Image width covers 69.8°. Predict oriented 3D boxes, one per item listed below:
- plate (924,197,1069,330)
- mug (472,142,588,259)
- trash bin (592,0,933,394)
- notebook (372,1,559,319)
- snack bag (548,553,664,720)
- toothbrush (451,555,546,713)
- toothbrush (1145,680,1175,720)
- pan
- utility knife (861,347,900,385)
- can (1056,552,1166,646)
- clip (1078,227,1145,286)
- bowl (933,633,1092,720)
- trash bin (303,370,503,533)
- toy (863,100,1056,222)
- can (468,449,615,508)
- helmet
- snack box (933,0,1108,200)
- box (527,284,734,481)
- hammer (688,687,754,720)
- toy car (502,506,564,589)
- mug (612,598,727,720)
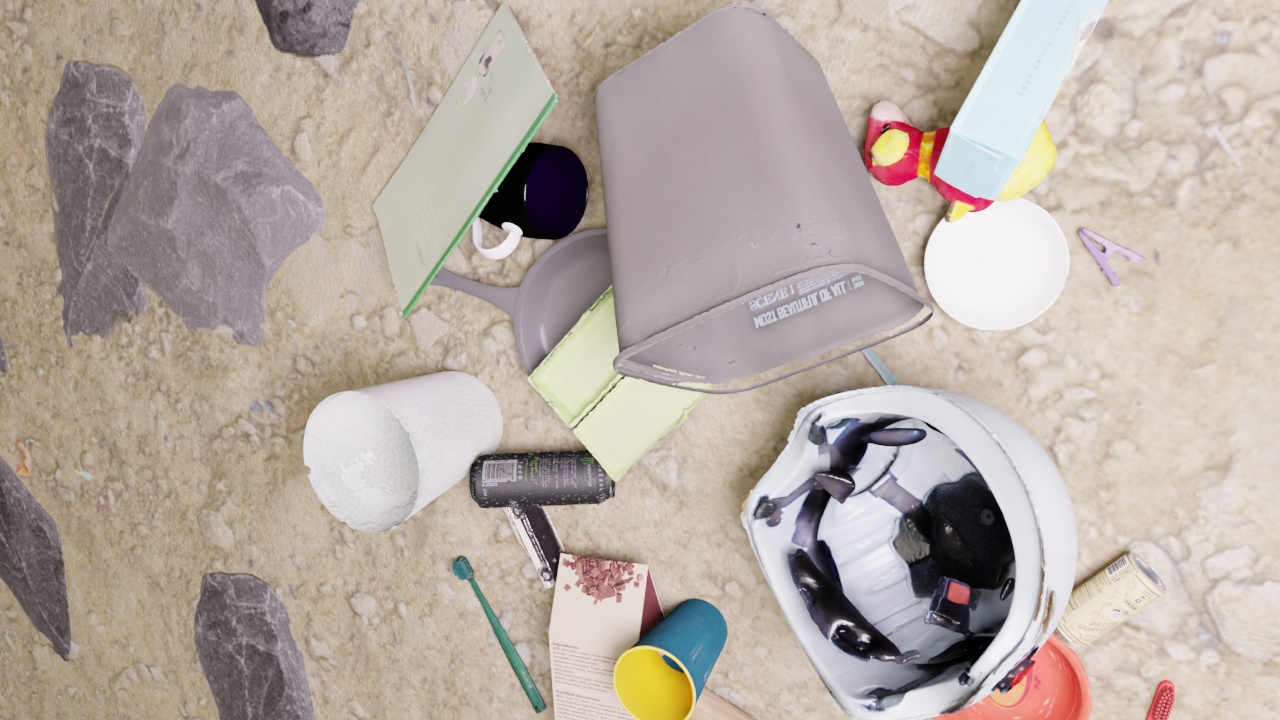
[{"bbox_3d":[0.276,-0.077,0.715,0.104,0.026,0.104,5,103,22],"label":"plate"},{"bbox_3d":[-0.120,-0.144,0.835,0.100,0.085,0.118,15,66,37],"label":"mug"},{"bbox_3d":[0.075,-0.114,0.687,0.198,0.197,0.220,-23,70,30],"label":"trash bin"},{"bbox_3d":[-0.170,-0.185,0.845,0.253,0.010,0.181,-49,45,25],"label":"notebook"},{"bbox_3d":[-0.031,0.294,0.911,0.094,0.069,0.206,2,102,24],"label":"snack bag"},{"bbox_3d":[-0.155,0.298,0.997,0.016,0.017,0.190,-30,88,27],"label":"toothbrush"},{"bbox_3d":[0.404,0.359,0.758,0.012,0.017,0.213,16,107,20],"label":"toothbrush"},{"bbox_3d":[-0.085,-0.046,0.885,0.355,0.024,0.217,19,109,19],"label":"pan"},{"bbox_3d":[0.242,0.056,0.768,0.177,0.015,0.022,53,140,7],"label":"utility knife"},{"bbox_3d":[0.368,0.190,0.725,0.038,0.038,0.080,46,115,9],"label":"can"},{"bbox_3d":[0.350,-0.076,0.690,0.050,0.014,0.046,16,110,17],"label":"clip"},{"bbox_3d":[0.304,0.264,0.766,0.131,0.045,0.130,5,104,23],"label":"bowl"},{"bbox_3d":[-0.221,0.077,0.897,0.133,0.161,0.133,5,104,23],"label":"trash bin"},{"bbox_3d":[0.238,-0.153,0.692,0.137,0.067,0.105,4,71,19],"label":"toy"},{"bbox_3d":[-0.095,0.115,0.890,0.138,0.054,0.054,-3,101,5],"label":"can"},{"bbox_3d":[0.221,0.132,0.696,0.236,0.163,0.265,58,137,30],"label":"helmet"},{"bbox_3d":[0.267,-0.203,0.628,0.053,0.075,0.174,30,85,13],"label":"snack box"},{"bbox_3d":[-0.005,0.005,0.832,0.137,0.024,0.188,49,115,14],"label":"box"},{"bbox_3d":[0.167,0.389,0.858,0.323,0.051,0.117,24,110,20],"label":"hammer"},{"bbox_3d":[-0.110,0.176,0.941,0.039,0.039,0.113,-23,92,47],"label":"toy car"},{"bbox_3d":[0.034,0.272,0.848,0.078,0.121,0.078,5,103,22],"label":"mug"}]
